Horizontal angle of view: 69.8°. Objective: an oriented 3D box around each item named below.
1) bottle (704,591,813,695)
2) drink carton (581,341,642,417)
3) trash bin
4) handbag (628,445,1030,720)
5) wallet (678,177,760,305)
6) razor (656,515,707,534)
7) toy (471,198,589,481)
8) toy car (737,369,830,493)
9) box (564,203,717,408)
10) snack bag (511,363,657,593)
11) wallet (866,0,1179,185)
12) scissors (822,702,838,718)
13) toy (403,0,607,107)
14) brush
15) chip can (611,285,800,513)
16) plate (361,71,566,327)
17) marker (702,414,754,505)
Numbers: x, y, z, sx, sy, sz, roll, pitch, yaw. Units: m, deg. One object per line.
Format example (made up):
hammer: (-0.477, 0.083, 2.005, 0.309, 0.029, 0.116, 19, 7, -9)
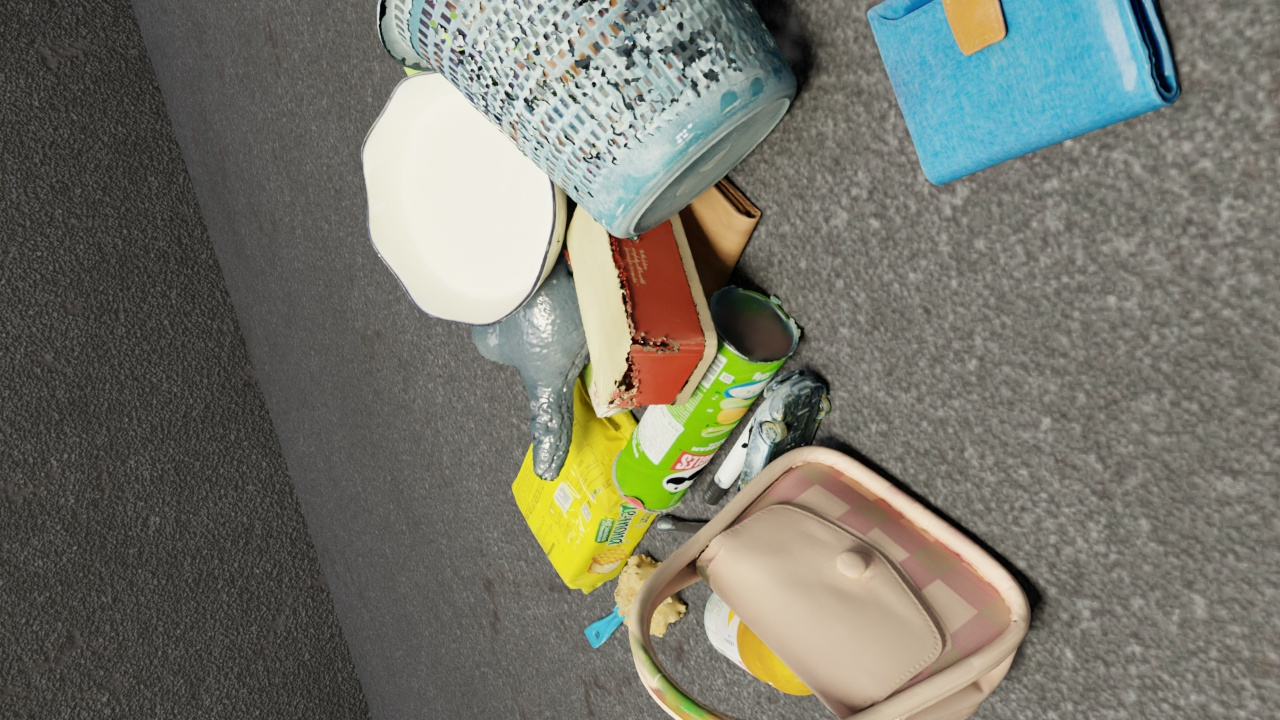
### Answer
bottle: (0.103, 0.209, 0.695, 0.190, 0.068, 0.068, 156, 94, -76)
drink carton: (-0.005, 0.005, 0.810, 0.123, 0.045, 0.053, -42, 65, 56)
trash bin: (-0.016, -0.195, 0.583, 0.195, 0.225, 0.227, 51, 147, 2)
handbag: (0.097, 0.157, 0.560, 0.193, 0.233, 0.093, 39, 132, 39)
wallet: (0.035, -0.109, 0.705, 0.115, 0.020, 0.101, 50, 143, 22)
razor: (0.053, 0.152, 0.827, 0.143, 0.022, 0.042, -14, 61, 62)
toy: (-0.100, -0.072, 0.813, 0.091, 0.138, 0.356, -39, -68, -82)
toy car: (0.101, 0.061, 0.673, 0.037, 0.054, 0.121, 41, 139, 34)
box: (-0.012, -0.052, 0.667, 0.092, 0.079, 0.168, 117, 146, -51)
snack bag: (-0.060, 0.129, 0.944, 0.158, 0.068, 0.247, 55, 144, 23)
wallet: (0.181, -0.153, 0.451, 0.133, 0.040, 0.106, -12, 101, 57)
scissors: (0.142, 0.201, 0.728, 0.146, 0.014, 0.172, -26, 85, 57)
toy: (-0.117, -0.253, 0.783, 0.247, 0.089, 0.227, 18, 133, 36)
brush: (-0.017, 0.274, 0.994, 0.083, 0.045, 0.255, 56, 150, 14)
chip can: (0.044, 0.039, 0.731, 0.072, 0.072, 0.237, 56, 145, 22)
plate: (-0.142, -0.131, 0.749, 0.205, 0.045, 0.205, 10, 110, 31)
marker: (0.079, 0.079, 0.751, 0.131, 0.018, 0.022, 115, 157, -47)
